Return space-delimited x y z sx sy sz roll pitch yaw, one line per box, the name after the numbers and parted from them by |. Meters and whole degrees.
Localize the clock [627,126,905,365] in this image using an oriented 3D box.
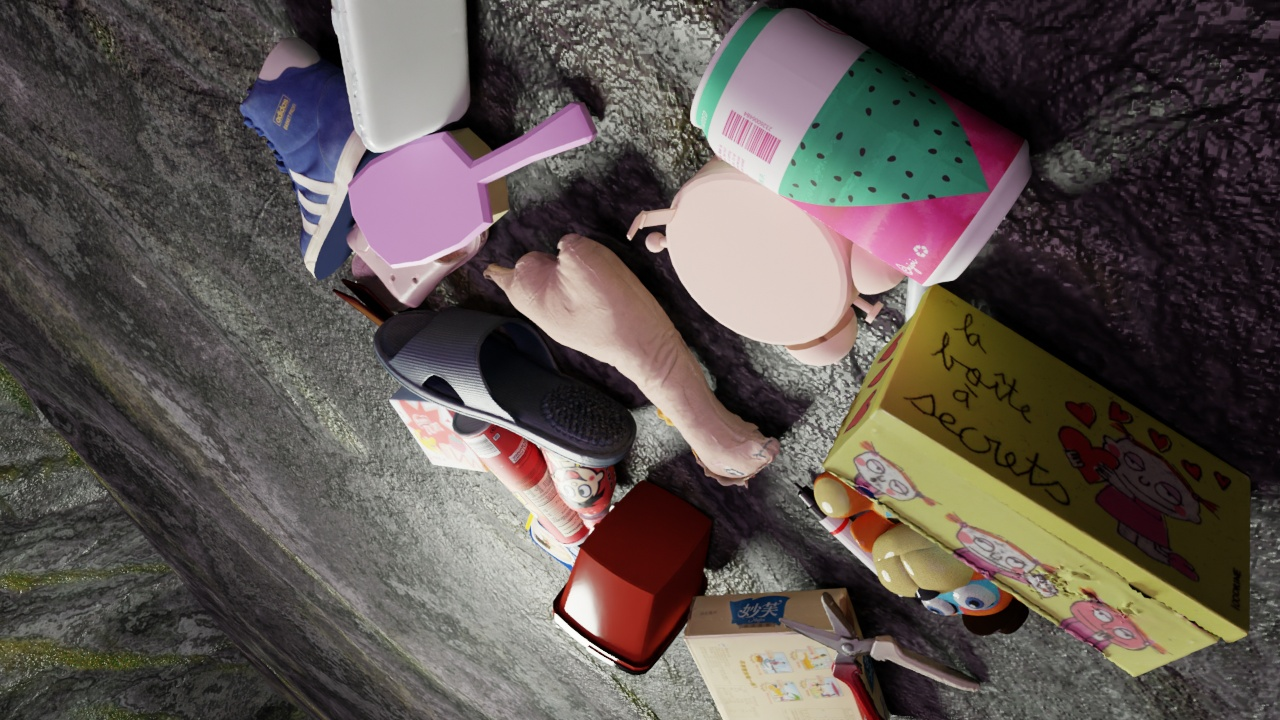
0.080 -0.067 0.586 0.160 0.086 0.131 30 143 5 | clock

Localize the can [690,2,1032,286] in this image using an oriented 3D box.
0.115 -0.116 0.490 0.166 0.088 0.088 34 144 9 | can

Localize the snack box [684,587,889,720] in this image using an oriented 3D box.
0.148 0.311 0.897 0.153 0.055 0.207 -9 124 22 | snack box

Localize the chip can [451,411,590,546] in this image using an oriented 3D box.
-0.113 0.115 0.930 0.052 0.051 0.215 10 148 36 | chip can

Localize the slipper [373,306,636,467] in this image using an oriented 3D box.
-0.119 0.004 0.833 0.264 0.101 0.083 26 135 11 | slipper

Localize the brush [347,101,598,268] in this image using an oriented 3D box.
-0.125 -0.143 0.703 0.229 0.043 0.089 -18 106 29 | brush

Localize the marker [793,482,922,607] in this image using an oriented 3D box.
0.181 0.151 0.769 0.145 0.019 0.019 43 144 -2 | marker

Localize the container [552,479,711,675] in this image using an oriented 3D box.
-0.012 0.234 0.924 0.127 0.147 0.201 29 134 18 | container

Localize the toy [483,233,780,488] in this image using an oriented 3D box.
-0.004 0.004 0.760 0.196 0.065 0.264 0 135 53 | toy

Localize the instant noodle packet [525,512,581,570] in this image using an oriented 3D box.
-0.076 0.220 1.070 0.134 0.026 0.087 36 147 8 | instant noodle packet

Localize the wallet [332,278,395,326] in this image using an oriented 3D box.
-0.254 -0.036 0.935 0.115 0.018 0.091 45 165 -31 | wallet

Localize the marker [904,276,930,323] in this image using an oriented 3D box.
0.181 -0.009 0.605 0.017 0.017 0.147 19 138 28 | marker

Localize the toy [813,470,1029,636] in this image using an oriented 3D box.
0.214 0.127 0.663 0.176 0.096 0.112 35 145 -11 | toy

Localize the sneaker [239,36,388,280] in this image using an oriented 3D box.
-0.294 -0.173 0.800 0.118 0.091 0.234 39 144 -6 | sneaker

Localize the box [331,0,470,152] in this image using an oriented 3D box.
-0.174 -0.244 0.607 0.130 0.105 0.212 29 143 21 | box

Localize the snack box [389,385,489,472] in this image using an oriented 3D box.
-0.186 0.054 0.950 0.093 0.079 0.095 2 129 41 | snack box

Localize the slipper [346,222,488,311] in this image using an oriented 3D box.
-0.222 -0.096 0.841 0.094 0.064 0.240 48 145 -10 | slipper

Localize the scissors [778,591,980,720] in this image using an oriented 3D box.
0.211 0.270 0.809 0.179 0.015 0.197 -1 123 4 | scissors

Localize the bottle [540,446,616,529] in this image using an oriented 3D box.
-0.056 0.114 0.911 0.062 0.061 0.138 14 136 32 | bottle

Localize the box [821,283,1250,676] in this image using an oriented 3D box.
0.230 0.066 0.535 0.221 0.124 0.083 36 140 4 | box
